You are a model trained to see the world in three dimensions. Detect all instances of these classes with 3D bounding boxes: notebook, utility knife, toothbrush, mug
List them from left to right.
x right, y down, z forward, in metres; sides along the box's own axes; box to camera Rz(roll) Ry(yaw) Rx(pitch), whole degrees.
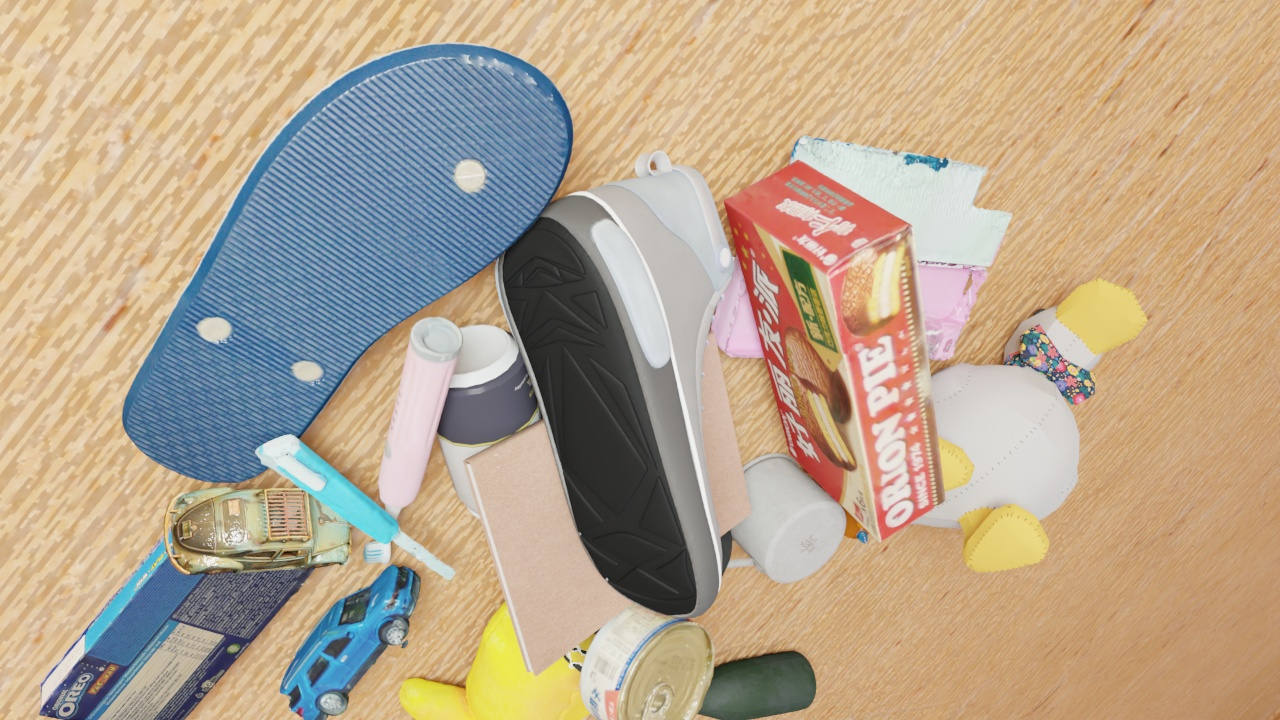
[{"bbox_3d":[-0.159,0.095,0.539,0.022,0.015,0.169,-32,134,2],"label":"utility knife"},{"bbox_3d":[-0.137,0.060,0.531,0.026,0.027,0.223,4,137,-23],"label":"toothbrush"},{"bbox_3d":[-0.008,0.083,0.586,0.208,0.008,0.141,-28,112,-39],"label":"notebook"},{"bbox_3d":[0.102,0.136,0.736,0.113,0.070,0.084,-38,132,-7],"label":"mug"}]

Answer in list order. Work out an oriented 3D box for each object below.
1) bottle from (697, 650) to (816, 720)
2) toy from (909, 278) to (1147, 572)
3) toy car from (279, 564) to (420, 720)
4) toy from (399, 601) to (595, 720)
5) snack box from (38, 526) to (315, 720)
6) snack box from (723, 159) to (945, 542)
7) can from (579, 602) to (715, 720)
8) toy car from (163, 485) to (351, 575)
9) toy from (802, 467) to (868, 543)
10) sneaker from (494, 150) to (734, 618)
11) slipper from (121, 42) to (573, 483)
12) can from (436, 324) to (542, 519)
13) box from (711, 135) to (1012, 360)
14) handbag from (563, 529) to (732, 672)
[{"bbox_3d":[0.080,0.306,0.844,0.174,0.055,0.055,3,117,-31],"label":"bottle"},{"bbox_3d":[0.292,0.055,0.755,0.266,0.141,0.247,-42,173,-47],"label":"toy"},{"bbox_3d":[-0.189,0.183,0.598,0.043,0.056,0.120,38,102,-19],"label":"toy car"},{"bbox_3d":[-0.104,0.266,0.684,0.194,0.087,0.134,-48,128,6],"label":"toy"},{"bbox_3d":[-0.275,0.157,0.547,0.150,0.027,0.082,-48,130,3],"label":"snack box"},{"bbox_3d":[0.129,-0.001,0.591,0.060,0.113,0.236,-29,130,-10],"label":"snack box"},{"bbox_3d":[0.005,0.203,0.595,0.086,0.043,0.086,-17,115,-41],"label":"can"},{"bbox_3d":[-0.204,0.093,0.516,0.047,0.047,0.111,-24,159,34],"label":"toy car"},{"bbox_3d":[0.178,0.106,0.741,0.070,0.103,0.090,-8,101,-7],"label":"toy"},{"bbox_3d":[0.019,0.013,0.547,0.160,0.093,0.257,-38,118,-45],"label":"sneaker"},{"bbox_3d":[-0.159,-0.049,0.466,0.295,0.060,0.118,-44,128,18],"label":"slipper"},{"bbox_3d":[-0.091,0.044,0.561,0.064,0.064,0.127,-22,129,-18],"label":"can"},{"bbox_3d":[0.168,-0.075,0.662,0.230,0.035,0.160,0,119,-31],"label":"box"},{"bbox_3d":[-0.004,0.143,0.647,0.153,0.114,0.125,33,98,-38],"label":"handbag"}]
